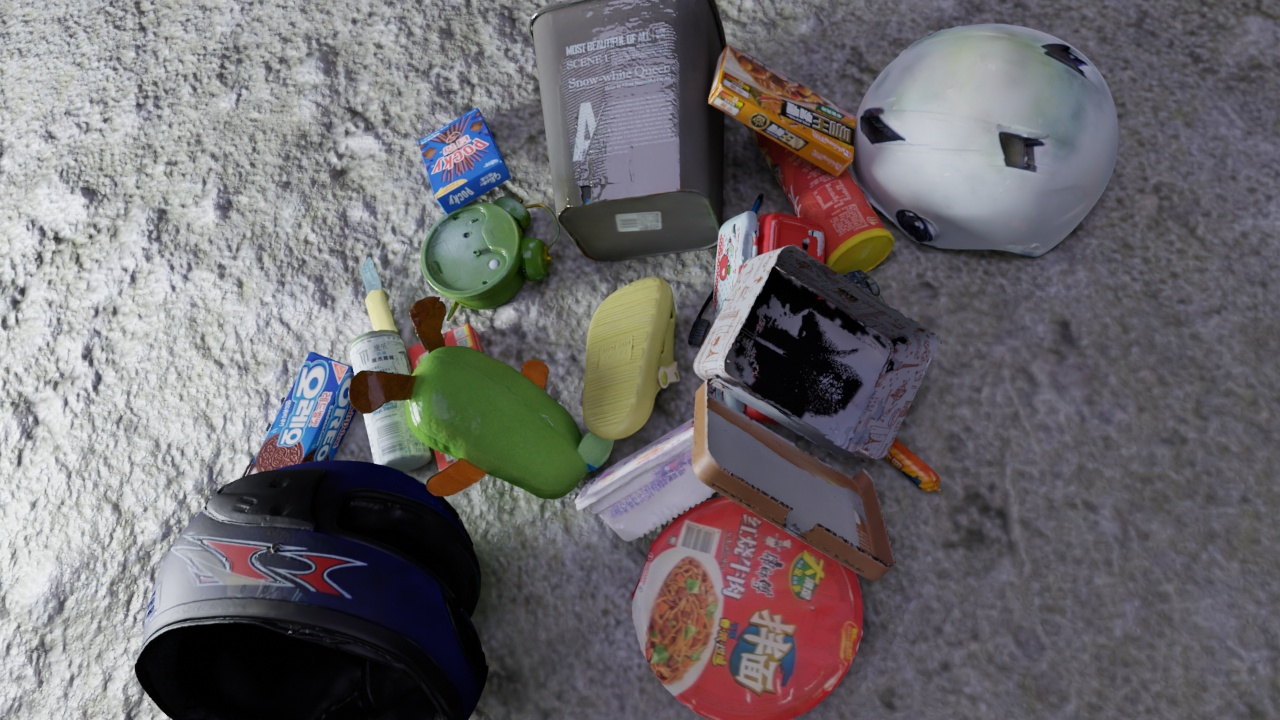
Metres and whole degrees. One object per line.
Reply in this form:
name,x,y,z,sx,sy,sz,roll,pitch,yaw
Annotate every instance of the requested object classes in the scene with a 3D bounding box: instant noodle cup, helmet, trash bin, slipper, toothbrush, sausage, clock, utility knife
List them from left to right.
helmet,-0.261,0.207,0.812,0.316,0.247,0.239,-5,32,19
utility knife,-0.287,-0.036,1.037,0.031,0.020,0.195,-25,73,2
clock,-0.165,-0.121,1.019,0.161,0.056,0.116,-29,66,2
slipper,-0.005,0.005,0.919,0.092,0.081,0.190,-11,50,27
trash bin,-0.004,-0.237,0.956,0.199,0.198,0.219,-6,73,12
instant noodle cup,0.017,0.109,0.834,0.138,0.173,0.060,-31,87,1
toothbrush,0.094,-0.097,0.968,0.016,0.014,0.189,21,75,20
instant noodle cup,0.092,0.213,0.802,0.194,0.066,0.193,-1,82,4
sausage,0.218,0.068,0.866,0.021,0.021,0.165,-45,65,-6
helmet,0.327,-0.232,0.887,0.259,0.146,0.228,25,77,22

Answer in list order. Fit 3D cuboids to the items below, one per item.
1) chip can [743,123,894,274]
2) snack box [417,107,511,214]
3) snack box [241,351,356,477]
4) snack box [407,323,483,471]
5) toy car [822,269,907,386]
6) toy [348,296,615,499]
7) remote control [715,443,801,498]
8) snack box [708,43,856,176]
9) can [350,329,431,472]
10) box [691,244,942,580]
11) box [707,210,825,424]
chip can,0.179,-0.189,0.949,0.073,0.073,0.216,-26,66,3
snack box,-0.205,-0.233,1.058,0.084,0.026,0.157,-30,42,2
snack box,-0.368,0.095,0.987,0.058,0.057,0.207,18,74,17
snack box,-0.194,0.040,0.980,0.075,0.025,0.152,-23,65,5
toy car,0.222,-0.031,0.897,0.054,0.037,0.120,-27,75,0
toy,-0.150,0.053,0.895,0.246,0.090,0.226,35,43,-3
remote control,0.100,0.138,0.870,0.056,0.019,0.135,25,77,22
snack box,0.140,-0.245,0.897,0.153,0.026,0.075,25,50,-15
can,-0.265,0.044,0.970,0.058,0.058,0.146,-20,72,6
box,0.137,0.040,0.773,0.179,0.131,0.271,30,53,-13
box,0.112,-0.040,0.898,0.102,0.095,0.201,-3,81,58
